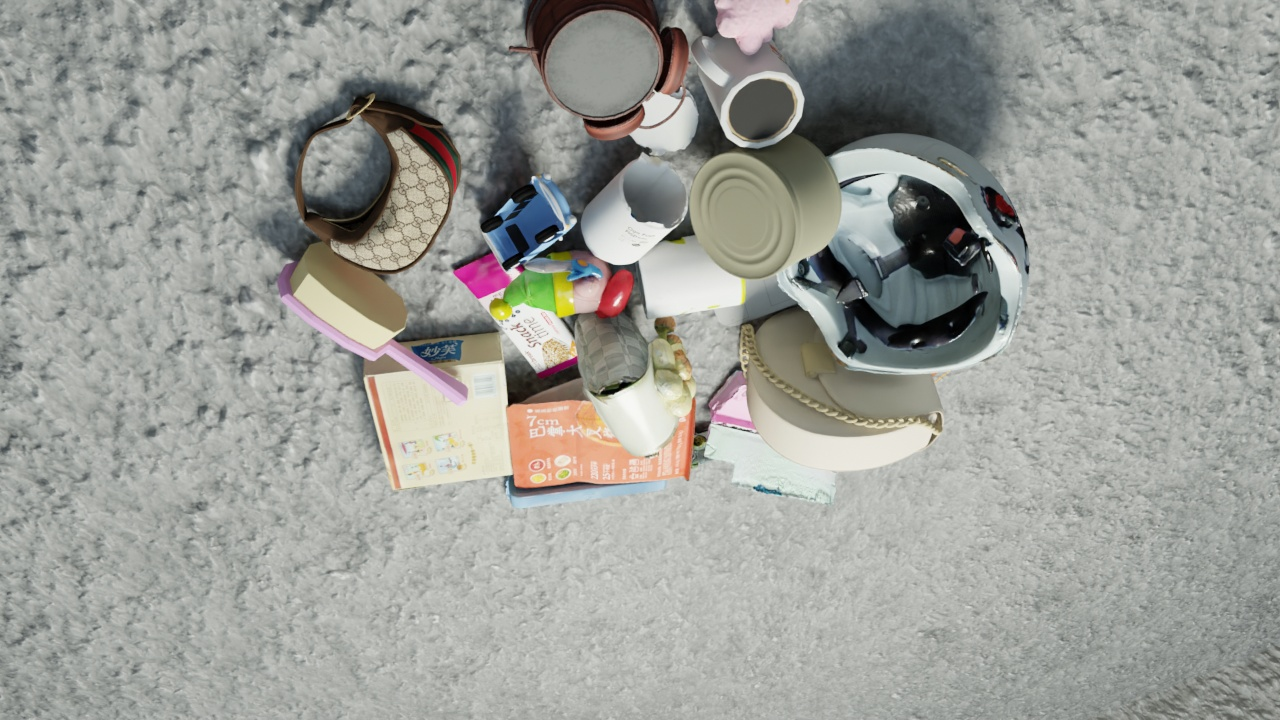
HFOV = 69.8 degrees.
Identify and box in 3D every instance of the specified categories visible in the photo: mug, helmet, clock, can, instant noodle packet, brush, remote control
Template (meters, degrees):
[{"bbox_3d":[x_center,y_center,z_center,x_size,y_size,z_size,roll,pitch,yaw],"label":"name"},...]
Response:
[{"bbox_3d":[0.087,-0.252,0.818,0.105,0.089,0.074,24,125,-33],"label":"mug"},{"bbox_3d":[0.274,-0.124,0.934,0.237,0.163,0.264,-17,116,44],"label":"helmet"},{"bbox_3d":[0.052,-0.091,0.980,0.106,0.082,0.083,-11,137,-3],"label":"mug"},{"bbox_3d":[-0.026,-0.261,0.793,0.121,0.072,0.157,-39,130,24],"label":"clock"},{"bbox_3d":[0.117,-0.146,0.874,0.073,0.128,0.128,-31,150,-39],"label":"can"},{"bbox_3d":[-0.050,0.094,1.129,0.220,0.084,0.165,-11,138,-12],"label":"instant noodle packet"},{"bbox_3d":[-0.259,-0.031,0.939,0.043,0.089,0.228,-42,118,19],"label":"brush"},{"bbox_3d":[0.153,-0.089,1.054,0.151,0.019,0.074,-20,136,6],"label":"remote control"}]

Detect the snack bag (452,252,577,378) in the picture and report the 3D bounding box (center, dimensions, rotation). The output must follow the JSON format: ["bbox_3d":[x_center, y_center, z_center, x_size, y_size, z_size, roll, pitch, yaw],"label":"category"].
[{"bbox_3d":[-0.128,-0.048,1.027,0.070,0.016,0.196,-22,136,11],"label":"snack bag"}]

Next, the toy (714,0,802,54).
[{"bbox_3d":[0.092,-0.310,0.774,0.102,0.093,0.050,25,165,-29],"label":"toy"}]

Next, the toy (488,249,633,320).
[{"bbox_3d":[-0.080,-0.072,0.945,0.131,0.124,0.097,17,93,-16],"label":"toy"}]

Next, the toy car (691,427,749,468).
[{"bbox_3d":[0.097,0.112,1.237,0.105,0.033,0.048,-13,136,-20],"label":"toy car"}]

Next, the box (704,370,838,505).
[{"bbox_3d":[0.191,0.100,1.227,0.230,0.066,0.159,14,106,-27],"label":"box"}]

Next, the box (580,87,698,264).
[{"bbox_3d":[0.000,-0.179,0.894,0.083,0.143,0.137,15,160,-23],"label":"box"}]

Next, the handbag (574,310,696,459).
[{"bbox_3d":[-0.006,0.006,1.005,0.123,0.171,0.112,-27,129,3],"label":"handbag"}]

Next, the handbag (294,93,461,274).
[{"bbox_3d":[-0.245,-0.164,0.852,0.138,0.063,0.167,25,125,-22],"label":"handbag"}]

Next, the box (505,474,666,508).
[{"bbox_3d":[-0.075,0.161,1.229,0.209,0.049,0.120,-5,177,-10],"label":"box"}]

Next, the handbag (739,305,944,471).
[{"bbox_3d":[0.226,0.030,1.054,0.208,0.210,0.103,-1,136,1],"label":"handbag"}]

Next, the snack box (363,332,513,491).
[{"bbox_3d":[-0.233,0.064,1.087,0.153,0.055,0.208,-7,136,-9],"label":"snack box"}]

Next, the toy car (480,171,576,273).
[{"bbox_3d":[-0.105,-0.132,0.880,0.054,0.056,0.154,-33,-175,-31],"label":"toy car"}]

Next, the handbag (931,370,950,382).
[{"bbox_3d":[0.359,-0.009,1.162,0.172,0.060,0.108,-39,135,24],"label":"handbag"}]
